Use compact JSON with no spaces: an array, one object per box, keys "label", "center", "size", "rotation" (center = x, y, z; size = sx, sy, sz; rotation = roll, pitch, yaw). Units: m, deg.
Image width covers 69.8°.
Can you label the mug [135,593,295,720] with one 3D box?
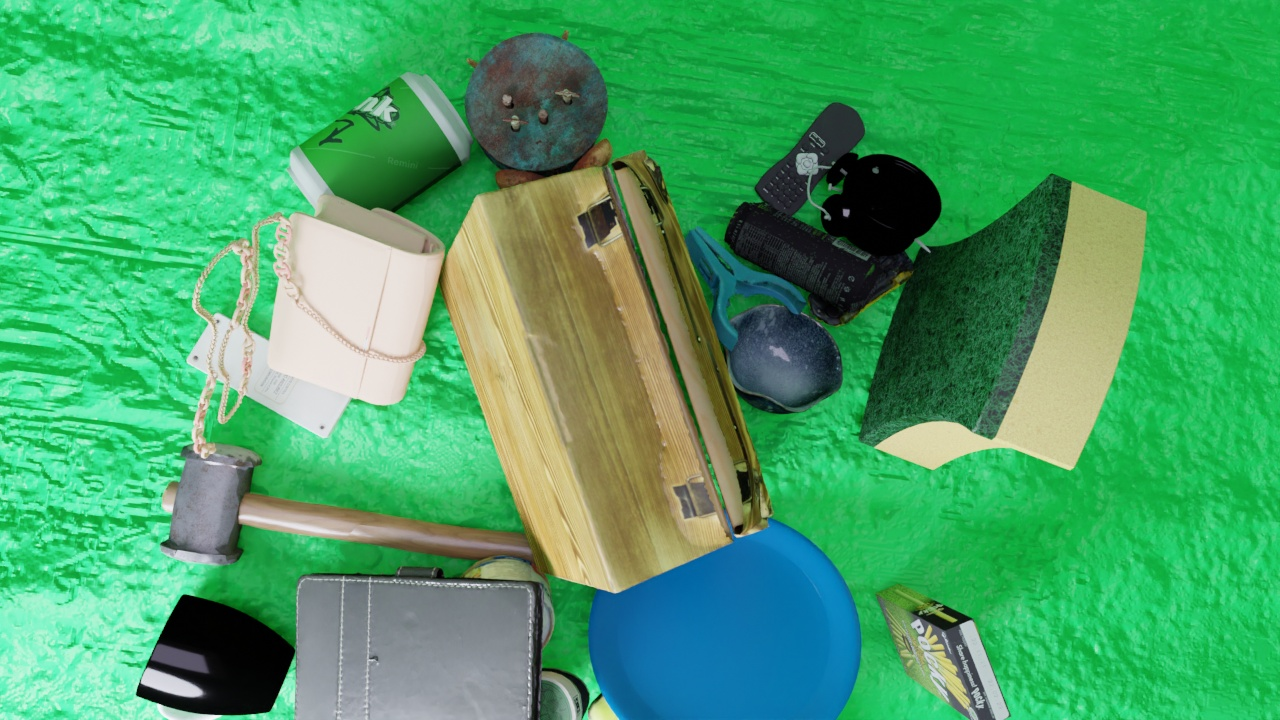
[{"label":"mug","center":[-0.348,0.259,0.753],"size":[0.100,0.084,0.119],"rotation":[24,115,-15]}]

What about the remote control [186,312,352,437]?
[{"label":"remote control","center":[-0.319,0.013,0.796],"size":[0.136,0.011,0.050],"rotation":[30,84,-4]}]

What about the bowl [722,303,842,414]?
[{"label":"bowl","center":[0.119,0.007,0.811],"size":[0.110,0.055,0.110],"rotation":[6,57,-9]}]

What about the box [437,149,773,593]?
[{"label":"box","center":[-0.002,0.003,0.708],"size":[0.220,0.259,0.279],"rotation":[-17,87,-19]}]

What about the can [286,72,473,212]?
[{"label":"can","center":[-0.219,-0.174,0.778],"size":[0.140,0.088,0.088],"rotation":[-37,91,-7]}]

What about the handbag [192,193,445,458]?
[{"label":"handbag","center":[-0.242,-0.009,0.705],"size":[0.116,0.186,0.199],"rotation":[23,121,-2]}]

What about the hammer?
[{"label":"hammer","center":[-0.234,0.143,0.784],"size":[0.328,0.052,0.098],"rotation":[11,86,-8]}]

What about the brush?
[{"label":"brush","center":[0.277,-0.017,0.738],"size":[0.075,0.250,0.195],"rotation":[21,81,-5]}]

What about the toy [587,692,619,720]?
[{"label":"toy","center":[0.016,0.310,0.798],"size":[0.115,0.046,0.092],"rotation":[38,83,-10]}]

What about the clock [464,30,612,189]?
[{"label":"clock","center":[-0.085,-0.203,0.800],"size":[0.121,0.073,0.157],"rotation":[-18,90,-7]}]

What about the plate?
[{"label":"plate","center":[0.069,0.228,0.768],"size":[0.224,0.024,0.223],"rotation":[-3,51,3]}]

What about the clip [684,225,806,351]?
[{"label":"clip","center":[0.095,-0.062,0.801],"size":[0.119,0.033,0.120],"rotation":[2,58,-8]}]

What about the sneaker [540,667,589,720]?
[{"label":"sneaker","center":[-0.155,0.306,0.773],"size":[0.235,0.079,0.084],"rotation":[-12,79,11]}]

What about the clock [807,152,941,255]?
[{"label":"clock","center":[0.208,-0.143,0.826],"size":[0.120,0.043,0.091],"rotation":[17,57,-4]}]

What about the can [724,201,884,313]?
[{"label":"can","center":[0.144,-0.093,0.810],"size":[0.138,0.054,0.054],"rotation":[29,84,16]}]

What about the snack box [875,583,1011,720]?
[{"label":"snack box","center":[0.250,0.243,0.772],"size":[0.025,0.147,0.080],"rotation":[-21,89,-7]}]

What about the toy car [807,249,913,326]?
[{"label":"toy car","center":[0.201,-0.071,0.841],"size":[0.107,0.030,0.049],"rotation":[-34,75,-5]}]

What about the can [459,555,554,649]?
[{"label":"can","center":[-0.117,0.213,0.778],"size":[0.086,0.043,0.086],"rotation":[-3,109,-10]}]

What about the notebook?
[{"label":"notebook","center":[-0.180,0.251,0.732],"size":[0.209,0.029,0.169],"rotation":[-1,83,11]}]

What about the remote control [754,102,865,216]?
[{"label":"remote control","center":[0.161,-0.189,0.856],"size":[0.046,0.009,0.124],"rotation":[42,84,-2]}]
